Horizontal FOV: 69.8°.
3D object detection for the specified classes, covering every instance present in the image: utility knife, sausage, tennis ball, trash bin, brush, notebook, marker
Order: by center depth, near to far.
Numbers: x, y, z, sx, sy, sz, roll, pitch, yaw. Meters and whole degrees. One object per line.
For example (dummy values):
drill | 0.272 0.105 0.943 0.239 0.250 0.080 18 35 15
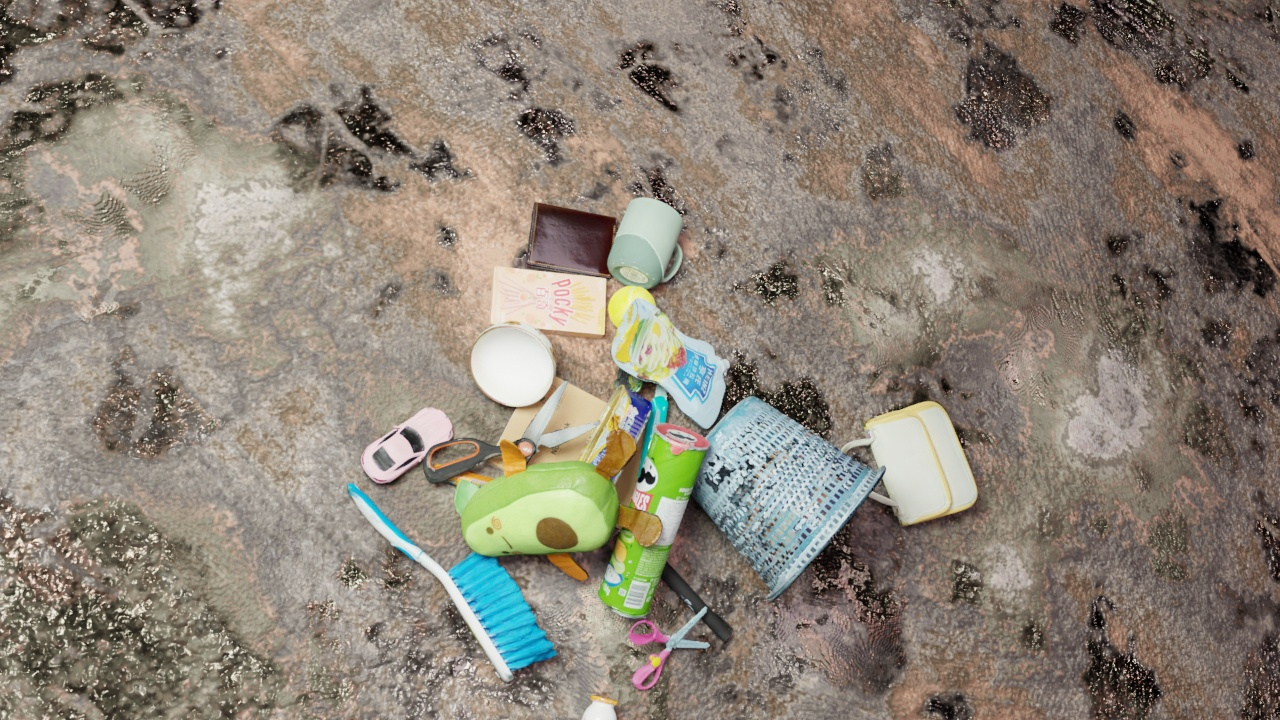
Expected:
brush | -0.230 0.255 1.119 0.109 0.061 0.314 -32 82 -18
sausage | -0.191 0.161 1.171 0.165 0.021 0.021 17 70 -10
trash bin | 0.168 0.160 1.182 0.195 0.227 0.226 41 68 13
marker | 0.070 0.313 1.199 0.132 0.020 0.022 46 70 1
notebook | -0.077 0.119 1.221 0.207 0.008 0.147 28 69 -6
utility knife | 0.021 0.093 1.243 0.029 0.013 0.209 13 74 -10
tennis ball | -0.011 -0.070 1.263 0.065 0.066 0.065 4 73 -14

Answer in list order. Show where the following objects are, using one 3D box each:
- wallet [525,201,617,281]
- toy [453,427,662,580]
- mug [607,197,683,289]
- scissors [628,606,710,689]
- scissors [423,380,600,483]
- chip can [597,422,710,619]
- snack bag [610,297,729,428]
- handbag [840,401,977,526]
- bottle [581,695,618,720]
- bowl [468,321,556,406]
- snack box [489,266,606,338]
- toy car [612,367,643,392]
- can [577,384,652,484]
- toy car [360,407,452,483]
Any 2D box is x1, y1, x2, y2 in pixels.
wallet | -0.096 -0.168 1.294 0.122 0.020 0.096 9 77 -14
toy | -0.105 0.177 1.083 0.247 0.089 0.227 -16 114 14
mug | 0.014 -0.154 1.293 0.111 0.082 0.106 36 64 -37
scissors | 0.033 0.354 1.159 0.133 0.017 0.128 -42 118 -13
scissors | -0.167 0.121 1.152 0.222 0.022 0.221 14 87 -10
chip can | 0.014 0.198 1.129 0.072 0.072 0.236 16 103 -10
snack bag | 0.047 0.004 1.244 0.191 0.039 0.110 34 57 -29
handbag | 0.375 0.153 1.310 0.178 0.063 0.163 -14 77 -15
bottle | -0.055 0.460 1.098 0.063 0.063 0.108 17 71 -10
bowl | -0.160 -0.004 1.194 0.113 0.114 0.062 33 27 -4
snack box | -0.126 -0.079 1.255 0.157 0.026 0.084 5 73 -14
toy car | -0.007 0.007 1.253 0.036 0.043 0.091 34 58 -31
can | -0.038 0.106 1.192 0.049 0.075 0.148 31 70 -9
toy car | -0.292 0.105 1.152 0.122 0.037 0.056 -37 88 -22
